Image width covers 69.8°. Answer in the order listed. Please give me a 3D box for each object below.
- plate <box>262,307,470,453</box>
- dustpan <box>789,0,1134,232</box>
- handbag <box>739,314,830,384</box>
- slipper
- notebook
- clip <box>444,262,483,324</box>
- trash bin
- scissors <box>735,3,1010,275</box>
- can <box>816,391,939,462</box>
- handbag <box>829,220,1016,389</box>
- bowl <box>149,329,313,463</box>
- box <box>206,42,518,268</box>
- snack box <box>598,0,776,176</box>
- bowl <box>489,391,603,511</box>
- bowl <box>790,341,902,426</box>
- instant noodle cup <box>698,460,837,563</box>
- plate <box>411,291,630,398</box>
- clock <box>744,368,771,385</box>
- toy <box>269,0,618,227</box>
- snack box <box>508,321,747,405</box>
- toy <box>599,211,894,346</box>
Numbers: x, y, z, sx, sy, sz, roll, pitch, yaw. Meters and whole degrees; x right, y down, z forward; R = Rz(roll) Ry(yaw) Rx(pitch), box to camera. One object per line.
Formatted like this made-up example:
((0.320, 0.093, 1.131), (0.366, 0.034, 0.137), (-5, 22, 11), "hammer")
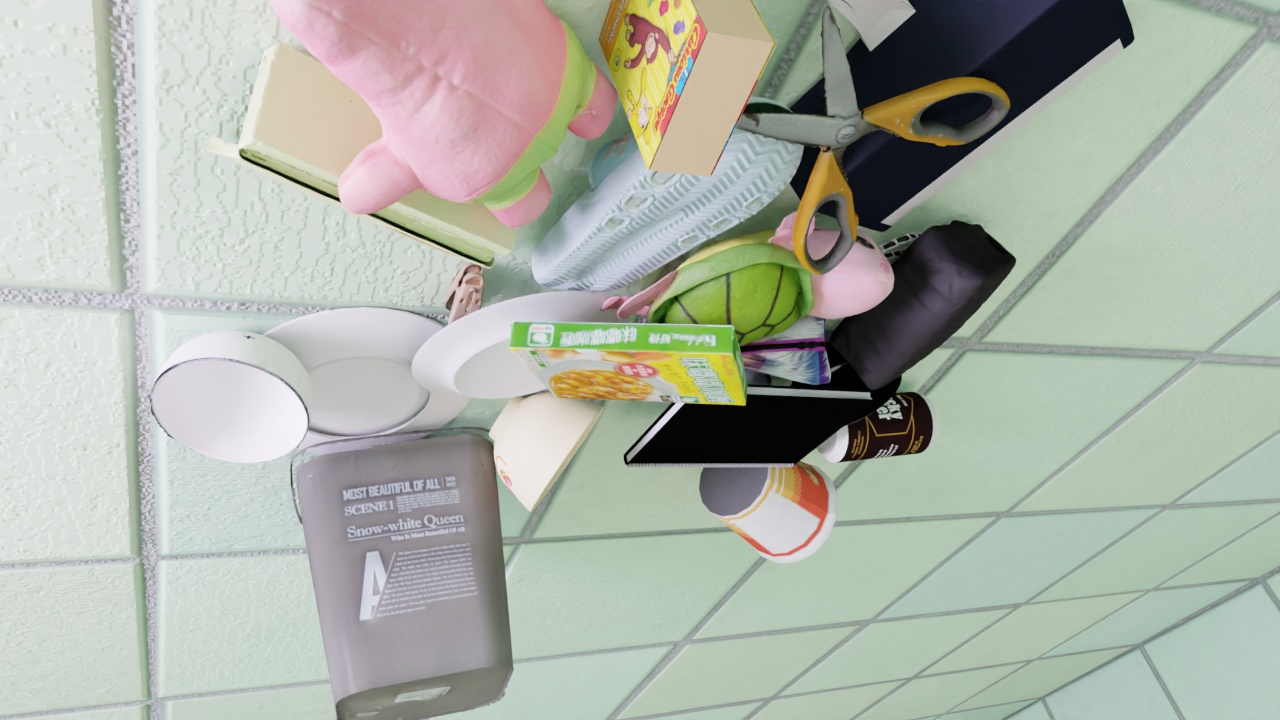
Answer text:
((-0.246, 0.029, 0.797), (0.208, 0.015, 0.209), (-11, 145, -8), "plate")
((0.200, -0.208, 0.645), (0.237, 0.080, 0.272), (-39, 160, 28), "dustpan")
((0.081, -0.007, 0.835), (0.170, 0.068, 0.144), (-4, 177, 3), "handbag")
((0.003, -0.120, 0.654), (0.104, 0.074, 0.246), (8, 154, -39), "slipper")
((0.105, 0.067, 0.898), (0.206, 0.016, 0.149), (3, 147, -28), "notebook")
((-0.138, -0.047, 0.724), (0.024, 0.045, 0.062), (-1, 156, -25), "clip")
((-0.218, 0.210, 0.864), (0.197, 0.219, 0.198), (-5, 148, -19), "trash bin")
((0.137, -0.133, 0.599), (0.224, 0.016, 0.226), (-6, 140, -26), "scissors")
((0.261, 0.074, 1.025), (0.128, 0.071, 0.072), (-4, 143, -19), "can")
((0.249, -0.067, 0.839), (0.124, 0.114, 0.154), (-18, 150, -43), "handbag")
((-0.308, 0.021, 0.708), (0.113, 0.063, 0.114), (-2, 133, -2), "bowl")
((-0.165, -0.129, 0.593), (0.187, 0.091, 0.083), (22, 94, -43), "box")
((0.021, -0.183, 0.525), (0.040, 0.125, 0.088), (0, 141, -24), "snack box")
((-0.098, 0.072, 0.860), (0.074, 0.117, 0.118), (35, 133, 2), "bowl")
((0.197, 0.016, 0.935), (0.124, 0.052, 0.124), (-11, 145, -8), "bowl")
((0.141, 0.154, 1.053), (0.124, 0.123, 0.121), (-35, 134, 23), "instant noodle cup")
((-0.097, -0.003, 0.778), (0.188, 0.016, 0.189), (-16, 159, -6), "plate")
((0.102, 0.048, 0.944), (0.090, 0.052, 0.129), (-30, 148, 17), "clock")
((-0.110, -0.158, 0.509), (0.192, 0.097, 0.236), (-55, 151, 10), "toy")
((-0.004, 0.004, 0.726), (0.168, 0.027, 0.132), (1, 161, 12), "snack box")
((0.087, -0.058, 0.734), (0.238, 0.087, 0.190), (-10, 162, -18), "toy")
